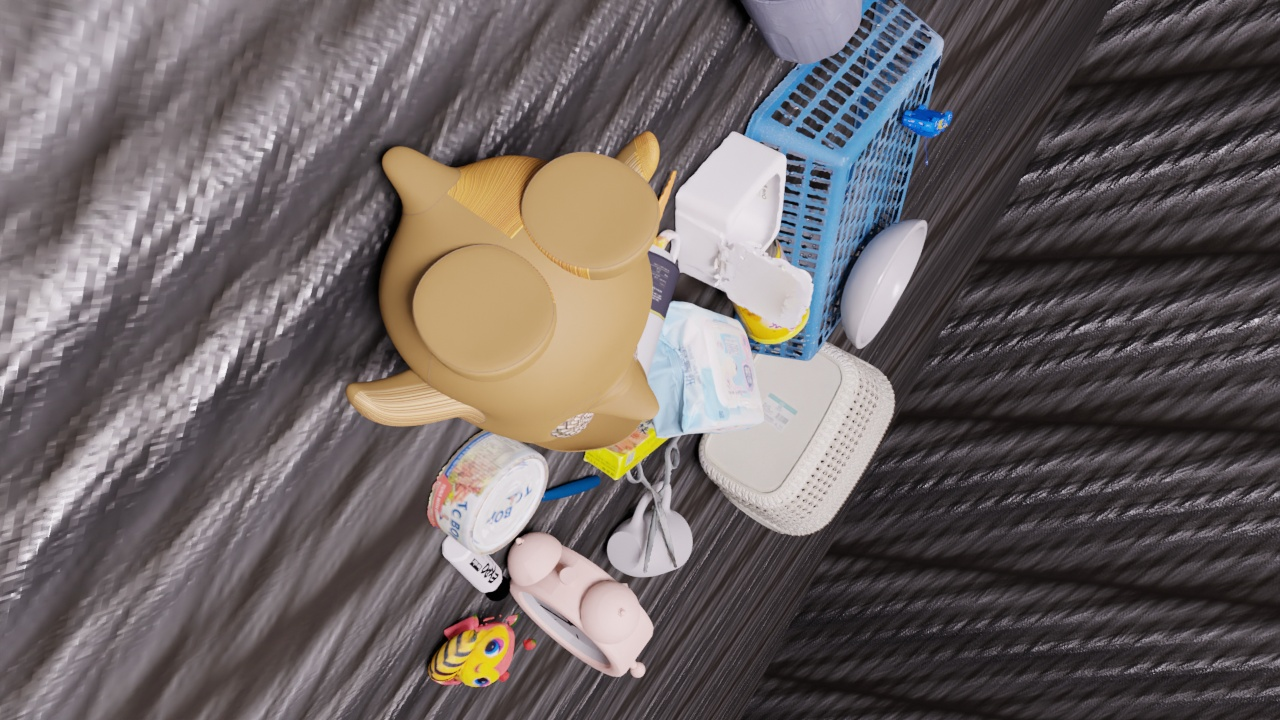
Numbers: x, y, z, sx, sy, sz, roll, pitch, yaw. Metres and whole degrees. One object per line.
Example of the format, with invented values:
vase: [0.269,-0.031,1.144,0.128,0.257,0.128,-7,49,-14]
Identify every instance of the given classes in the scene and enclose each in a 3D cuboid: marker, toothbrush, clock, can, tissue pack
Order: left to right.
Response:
marker: [-0.129,0.168,0.737,0.025,0.025,0.126,-52,157,-20]
can: [-0.109,0.095,0.665,0.086,0.043,0.086,-45,152,-32]
toothbrush: [-0.077,0.118,0.806,0.014,0.014,0.167,-55,160,17]
clock: [-0.048,0.215,0.829,0.086,0.131,0.161,-52,156,-20]
can: [-0.018,-0.020,0.657,0.064,0.064,0.127,34,72,-68]
tissue pack: [0.055,0.011,0.828,0.181,0.070,0.112,8,70,-68]
can: [0.117,-0.070,0.883,0.067,0.068,0.105,-54,138,-16]

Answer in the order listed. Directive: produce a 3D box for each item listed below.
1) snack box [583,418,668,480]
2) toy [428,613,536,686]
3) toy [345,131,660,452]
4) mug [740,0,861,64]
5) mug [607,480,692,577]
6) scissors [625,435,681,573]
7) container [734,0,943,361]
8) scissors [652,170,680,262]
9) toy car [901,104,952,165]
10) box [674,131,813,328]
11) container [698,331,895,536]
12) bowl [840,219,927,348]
snack box: [0.005,0.062,0.878,0.147,0.040,0.029,-34,147,-49]
toy: [-0.142,0.251,0.787,0.084,0.046,0.103,-41,150,11]
toy: [-0.058,-0.015,0.507,0.198,0.162,0.204,-45,165,-16]
mug: [0.111,-0.286,0.643,0.104,0.084,0.124,18,74,-69]
mug: [0.008,0.187,1.016,0.089,0.071,0.107,2,99,-58]
scissors: [0.022,0.144,0.984,0.141,0.014,0.173,61,37,-31]
container: [0.206,-0.169,0.963,0.256,0.089,0.363,-50,156,-25]
scissors: [0.008,-0.092,0.731,0.127,0.011,0.125,-18,135,-61]
toy car: [0.271,-0.210,0.880,0.091,0.033,0.062,-32,138,-50]
box: [0.102,-0.098,0.764,0.125,0.137,0.109,-51,154,-26]
container: [0.184,0.082,1.120,0.246,0.185,0.142,-60,149,-2]
bowl: [0.250,-0.088,0.978,0.149,0.043,0.150,-47,155,-30]
